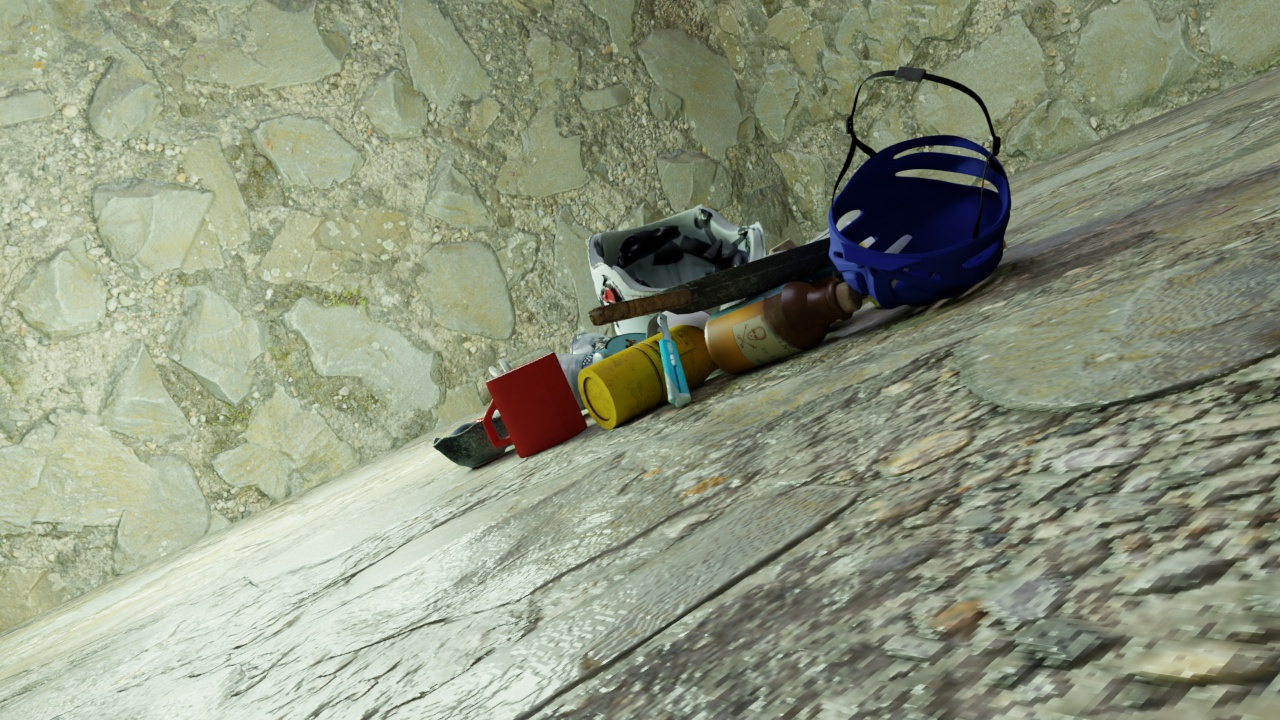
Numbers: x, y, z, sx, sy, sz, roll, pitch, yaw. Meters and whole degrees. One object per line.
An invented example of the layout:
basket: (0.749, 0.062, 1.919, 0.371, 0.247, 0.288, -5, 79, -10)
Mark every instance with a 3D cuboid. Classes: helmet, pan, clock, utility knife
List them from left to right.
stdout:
clock: (-0.007, 0.007, 1.112, 0.090, 0.053, 0.124, 15, 29, 24)
utility knife: (0.028, -0.005, 0.931, 0.022, 0.015, 0.158, 4, 35, -12)
helmet: (0.056, -0.094, 1.256, 0.236, 0.164, 0.264, -21, 31, -20)
clock: (0.058, -0.030, 1.078, 0.123, 0.044, 0.091, 6, 30, 10)
pan: (0.067, -0.070, 0.929, 0.208, 0.040, 0.355, -15, 5, 41)
helmet: (0.248, -0.159, 0.802, 0.148, 0.228, 0.240, 18, 42, 30)

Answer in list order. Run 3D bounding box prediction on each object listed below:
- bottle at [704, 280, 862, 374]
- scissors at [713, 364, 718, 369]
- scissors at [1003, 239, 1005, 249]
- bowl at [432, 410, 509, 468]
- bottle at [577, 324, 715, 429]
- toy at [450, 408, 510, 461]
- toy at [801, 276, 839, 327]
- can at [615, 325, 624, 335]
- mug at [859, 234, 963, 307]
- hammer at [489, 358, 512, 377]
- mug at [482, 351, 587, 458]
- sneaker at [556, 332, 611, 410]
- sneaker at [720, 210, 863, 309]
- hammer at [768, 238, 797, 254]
bottle: (0.142, -0.039, 0.894, 0.157, 0.068, 0.067, -21, 4, 39)
scissors: (0.072, 0.008, 1.144, 0.084, 0.012, 0.133, -23, 4, 7)
scissors: (0.377, -0.126, 1.078, 0.166, 0.016, 0.224, -21, 4, 39)
bowl: (-0.208, 0.105, 1.186, 0.110, 0.055, 0.110, -24, 3, 1)
bottle: (0.020, 0.008, 0.983, 0.163, 0.071, 0.071, -26, 4, -28)
toy: (-0.219, 0.104, 1.316, 0.138, 0.067, 0.105, -36, -7, 34)
toy: (0.184, -0.051, 0.986, 0.095, 0.065, 0.127, -32, 12, 0)
can: (0.010, -0.042, 1.453, 0.072, 0.072, 0.128, -23, -24, 10)
mug: (0.282, -0.113, 0.957, 0.106, 0.082, 0.082, -23, 3, 3)
hammer: (-0.153, 0.062, 1.272, 0.030, 0.119, 0.331, -39, -3, -7)
mug: (-0.134, 0.056, 1.067, 0.116, 0.096, 0.080, -23, 4, 19)
sneaker: (-0.034, 0.012, 1.281, 0.132, 0.103, 0.269, -8, 8, 15)
sneaker: (0.234, -0.096, 1.146, 0.294, 0.121, 0.127, -29, 45, -21)
hammer: (0.120, -0.065, 1.439, 0.300, 0.037, 0.158, -33, -22, -17)
